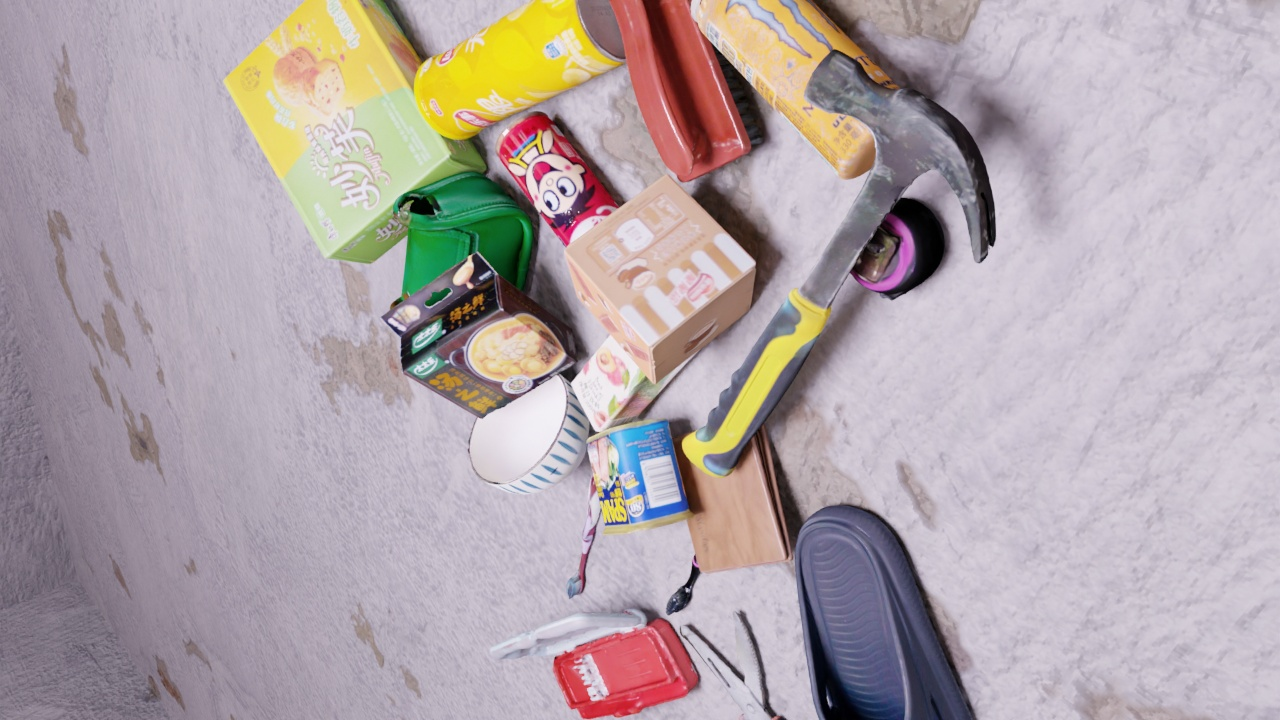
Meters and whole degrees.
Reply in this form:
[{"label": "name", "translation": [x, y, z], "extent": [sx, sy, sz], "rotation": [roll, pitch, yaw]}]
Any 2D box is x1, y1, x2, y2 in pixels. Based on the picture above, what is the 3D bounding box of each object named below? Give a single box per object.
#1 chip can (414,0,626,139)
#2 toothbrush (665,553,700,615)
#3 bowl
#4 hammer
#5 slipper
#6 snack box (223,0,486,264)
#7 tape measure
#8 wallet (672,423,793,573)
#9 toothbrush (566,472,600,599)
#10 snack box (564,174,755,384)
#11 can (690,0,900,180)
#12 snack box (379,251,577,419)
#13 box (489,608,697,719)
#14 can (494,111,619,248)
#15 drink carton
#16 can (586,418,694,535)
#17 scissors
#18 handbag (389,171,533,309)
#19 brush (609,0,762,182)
[{"label": "chip can", "translation": [-0.089, -0.230, 0.702], "extent": [0.214, 0.071, 0.072], "rotation": [-6, 104, 46]}, {"label": "toothbrush", "translation": [0.055, 0.157, 0.775], "extent": [0.014, 0.017, 0.190], "rotation": [42, 132, 27]}, {"label": "bowl", "translation": [-0.091, 0.071, 0.831], "extent": [0.117, 0.116, 0.066], "rotation": [7, 157, 44]}, {"label": "hammer", "translation": [0.101, -0.023, 0.573], "extent": [0.126, 0.031, 0.324], "rotation": [35, 138, 10]}, {"label": "slipper", "translation": [0.162, 0.240, 0.656], "extent": [0.111, 0.083, 0.268], "rotation": [-14, 96, 50]}, {"label": "snack box", "translation": [-0.261, -0.216, 0.835], "extent": [0.158, 0.070, 0.210], "rotation": [-35, 80, 17]}, {"label": "tape measure", "translation": [0.151, -0.068, 0.554], "extent": [0.057, 0.039, 0.058], "rotation": [42, 133, 25]}, {"label": "wallet", "translation": [0.068, 0.106, 0.717], "extent": [0.101, 0.020, 0.115], "rotation": [-26, 74, 49]}, {"label": "toothbrush", "translation": [-0.053, 0.165, 0.887], "extent": [0.016, 0.017, 0.188], "rotation": [35, 130, 29]}, {"label": "snack box", "translation": [0.014, -0.055, 0.641], "extent": [0.094, 0.092, 0.077], "rotation": [49, 169, 18]}, {"label": "can", "translation": [0.096, -0.177, 0.546], "extent": [0.146, 0.058, 0.058], "rotation": [51, 136, 15]}, {"label": "snack box", "translation": [-0.137, -0.016, 0.786], "extent": [0.113, 0.125, 0.053], "rotation": [-30, 50, 21]}, {"label": "box", "translation": [-0.048, 0.290, 0.902], "extent": [0.154, 0.073, 0.202], "rotation": [38, 140, -13]}, {"label": "can", "translation": [-0.058, -0.131, 0.727], "extent": [0.132, 0.053, 0.053], "rotation": [53, 137, 14]}, {"label": "drink carton", "translation": [-0.004, 0.004, 0.741], "extent": [0.123, 0.045, 0.053], "rotation": [-49, 61, 44]}, {"label": "can", "translation": [-0.004, 0.096, 0.750], "extent": [0.102, 0.057, 0.083], "rotation": [147, 111, -69]}, {"label": "scissors", "translation": [0.109, 0.320, 0.795], "extent": [0.189, 0.015, 0.226], "rotation": [16, 119, 41]}, {"label": "handbag", "translation": [-0.161, -0.091, 0.804], "extent": [0.068, 0.120, 0.132], "rotation": [43, 136, 31]}, {"label": "brush", "translation": [0.022, -0.195, 0.605], "extent": [0.063, 0.069, 0.146], "rotation": [-16, 96, 47]}]
